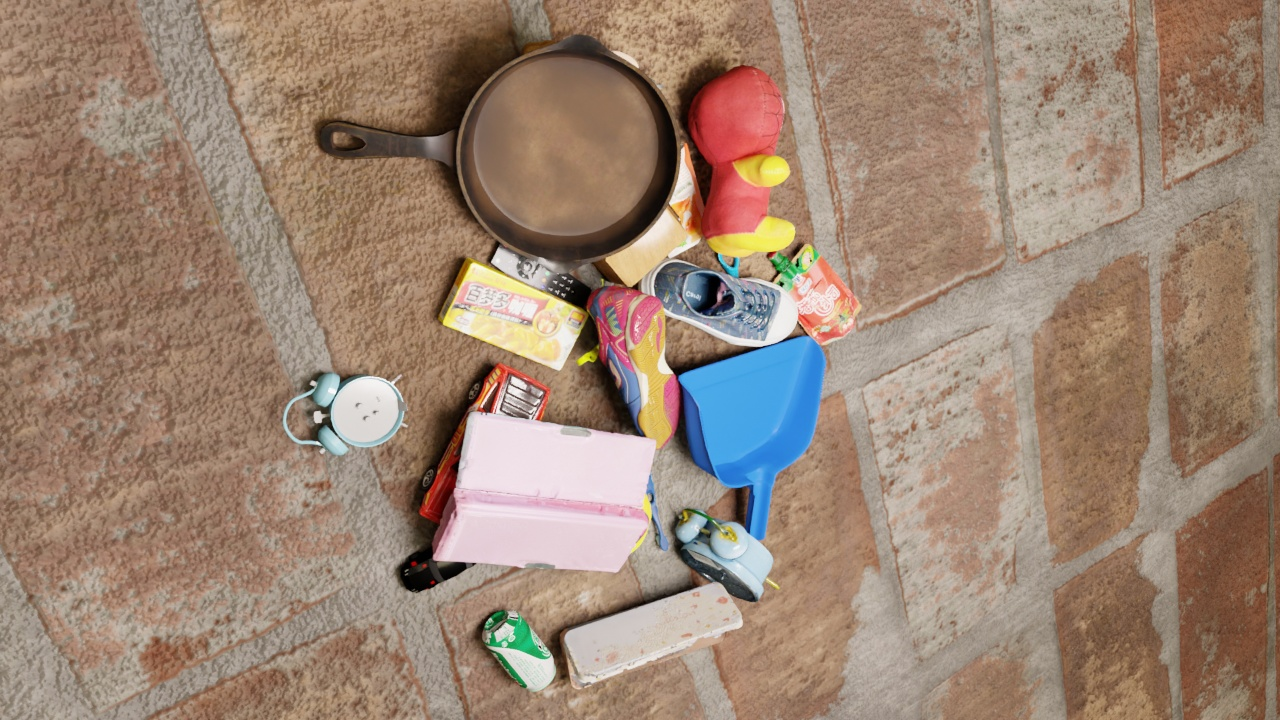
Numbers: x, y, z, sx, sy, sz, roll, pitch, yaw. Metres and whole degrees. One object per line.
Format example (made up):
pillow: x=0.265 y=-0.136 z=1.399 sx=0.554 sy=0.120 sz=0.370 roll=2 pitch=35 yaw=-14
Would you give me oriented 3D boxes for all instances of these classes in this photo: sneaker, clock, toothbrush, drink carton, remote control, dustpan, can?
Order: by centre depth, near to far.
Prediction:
clock: x=-0.302 y=0.054 z=0.943 sx=0.123 sy=0.042 sz=0.087 roll=-10 pitch=106 yaw=-28
remote control: x=-0.111 y=-0.096 z=1.031 sx=0.124 sy=0.010 sz=0.039 roll=28 pitch=87 yaw=-30
sneaker: x=-0.006 y=0.007 z=1.071 sx=0.116 sy=0.091 sz=0.242 roll=-53 pitch=147 yaw=-34
drink carton: x=0.045 y=-0.187 z=1.086 sx=0.069 sy=0.039 sz=0.122 roll=-30 pitch=120 yaw=-19
can: x=-0.144 y=0.343 z=1.088 sx=0.053 sy=0.053 sz=0.101 roll=-38 pitch=116 yaw=-16
sneaker: x=0.110 y=-0.064 z=1.102 sx=0.235 sy=0.079 sz=0.087 roll=13 pitch=95 yaw=-34
toothbrush: x=0.015 y=0.183 z=1.162 sx=0.021 sy=0.016 sz=0.132 roll=-22 pitch=108 yaw=-24
clock: x=0.104 y=0.244 z=1.166 sx=0.060 sy=0.118 sz=0.162 roll=-53 pitch=129 yaw=-21
dustpan: x=0.142 y=0.119 z=1.176 sx=0.244 sy=0.059 sz=0.258 roll=-16 pitch=121 yaw=-39

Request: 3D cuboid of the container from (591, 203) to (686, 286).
container: x=-0.002 y=-0.136 z=1.039 sx=0.114 sy=0.061 sz=0.063 roll=-41 pitch=118 yaw=1

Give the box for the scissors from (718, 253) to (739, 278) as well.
scissors: x=0.117 y=-0.078 z=1.162 sx=0.109 sy=0.015 sz=0.132 roll=-49 pitch=123 yaw=-15

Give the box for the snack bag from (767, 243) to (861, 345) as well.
snack bag: x=0.220 y=-0.091 z=1.203 sx=0.155 sy=0.044 sz=0.087 roll=42 pitch=90 yaw=-23

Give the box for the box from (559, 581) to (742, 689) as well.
box: x=0.011 y=0.351 z=1.148 sx=0.216 sy=0.094 sz=0.108 roll=-13 pitch=136 yaw=-17

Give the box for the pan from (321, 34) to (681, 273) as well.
pan: x=-0.137 y=-0.215 z=0.937 sx=0.356 sy=0.043 sz=0.249 roll=3 pitch=120 yaw=-11

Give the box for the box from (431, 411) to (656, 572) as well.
box: x=-0.098 y=0.157 z=1.014 sx=0.232 sy=0.059 sz=0.180 roll=9 pitch=108 yaw=-27

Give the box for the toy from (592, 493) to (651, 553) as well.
toy: x=-0.027 y=0.198 z=1.126 sx=0.094 sy=0.041 sz=0.095 roll=-2 pitch=106 yaw=-33

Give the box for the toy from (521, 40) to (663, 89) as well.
toy: x=-0.060 y=-0.278 z=0.983 sx=0.176 sy=0.076 sz=0.133 roll=31 pitch=101 yaw=-32

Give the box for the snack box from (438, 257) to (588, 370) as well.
snack box: x=-0.139 y=-0.049 z=1.012 sx=0.152 sy=0.025 sz=0.075 roll=23 pitch=99 yaw=-31

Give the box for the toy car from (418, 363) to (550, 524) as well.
toy car: x=-0.173 y=0.099 z=1.019 sx=0.081 sy=0.056 sz=0.189 roll=29 pitch=89 yaw=-29

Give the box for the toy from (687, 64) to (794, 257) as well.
toy: x=0.113 y=-0.228 z=1.048 sx=0.098 sy=0.148 sz=0.216 roll=-7 pitch=93 yaw=-27

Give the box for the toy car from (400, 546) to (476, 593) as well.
toy car: x=-0.223 y=0.228 z=1.029 sx=0.091 sy=0.036 sz=0.042 roll=-27 pitch=113 yaw=-21
